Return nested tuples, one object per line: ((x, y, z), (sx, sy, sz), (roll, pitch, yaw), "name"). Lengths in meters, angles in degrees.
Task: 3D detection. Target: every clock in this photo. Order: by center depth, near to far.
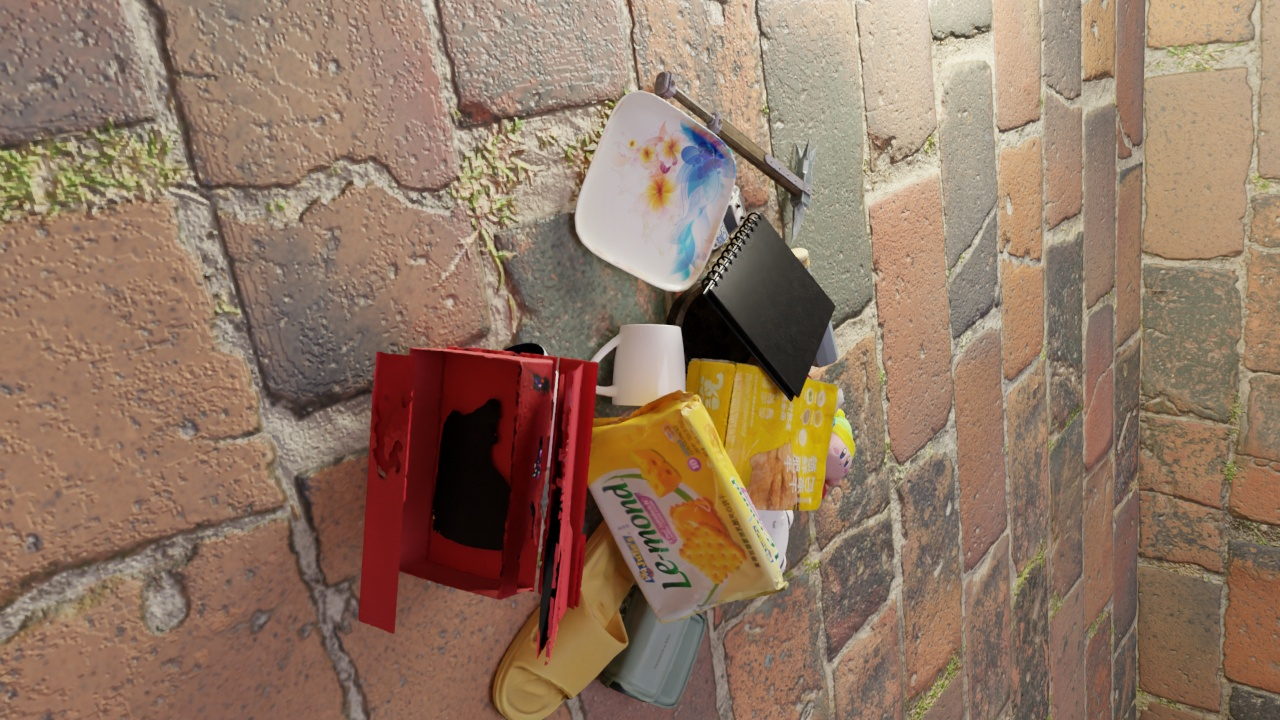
((0.146, 0.236, 1.203), (0.160, 0.073, 0.125), (12, 86, -48), "clock")

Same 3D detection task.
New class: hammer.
((0.122, -0.265, 1.133), (0.316, 0.028, 0.147), (23, 70, -45), "hammer")

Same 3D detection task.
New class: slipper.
((-0.051, 0.279, 0.990), (0.262, 0.078, 0.099), (-56, 135, -24), "slipper")

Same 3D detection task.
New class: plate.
((0.017, -0.183, 1.014), (0.186, 0.016, 0.187), (24, 85, -35), "plate")

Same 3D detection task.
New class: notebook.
((0.159, -0.075, 1.103), (0.169, 0.019, 0.230), (49, 36, -10), "notebook")

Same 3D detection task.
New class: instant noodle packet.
((0.151, 0.094, 1.088), (0.221, 0.084, 0.163), (11, 86, -39), "instant noodle packet")

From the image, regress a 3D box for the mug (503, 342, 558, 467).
((-0.105, 0.034, 0.906), (0.111, 0.079, 0.097), (-77, 147, -51), "mug")

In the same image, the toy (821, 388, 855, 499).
((0.268, 0.115, 1.332), (0.131, 0.097, 0.124), (-38, 117, -16), "toy")

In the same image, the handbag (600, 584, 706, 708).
((0.016, 0.339, 1.080), (0.106, 0.067, 0.121), (39, 67, -42), "handbag")

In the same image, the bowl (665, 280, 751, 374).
((0.075, -0.037, 1.096), (0.121, 0.056, 0.121), (-5, 100, -32), "bowl")

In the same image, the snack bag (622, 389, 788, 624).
((0.042, 0.150, 0.964), (0.068, 0.160, 0.247), (-33, 98, -56), "snack bag")

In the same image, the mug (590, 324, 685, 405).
((-0.006, 0.006, 1.012), (0.114, 0.081, 0.087), (2, 88, -17), "mug")

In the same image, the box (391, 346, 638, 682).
((-0.090, 0.101, 0.749), (0.123, 0.316, 0.211), (4, 93, -37), "box")

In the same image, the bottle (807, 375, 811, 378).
((0.204, 0.004, 1.262), (0.119, 0.036, 0.036), (40, 66, -44), "bottle")

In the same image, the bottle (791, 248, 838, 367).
((0.227, -0.074, 1.252), (0.046, 0.072, 0.161), (-21, 116, -3), "bottle")

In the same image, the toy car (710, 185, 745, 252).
((0.102, -0.173, 1.111), (0.112, 0.041, 0.048), (-54, 131, -45), "toy car")

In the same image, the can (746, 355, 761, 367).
((0.156, -0.027, 1.164), (0.067, 0.068, 0.105), (-15, 89, -46), "can")

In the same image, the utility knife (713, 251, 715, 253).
((0.042, -0.192, 1.072), (0.209, 0.015, 0.031), (45, 66, -42), "utility knife")
